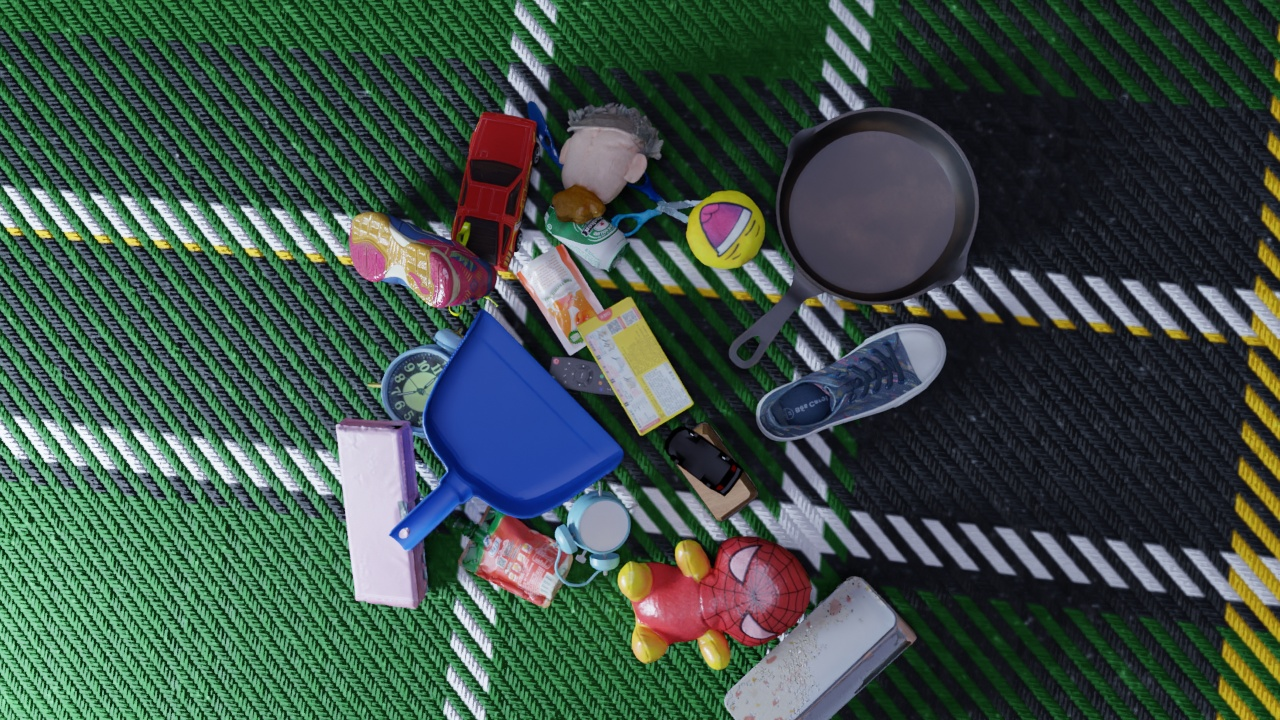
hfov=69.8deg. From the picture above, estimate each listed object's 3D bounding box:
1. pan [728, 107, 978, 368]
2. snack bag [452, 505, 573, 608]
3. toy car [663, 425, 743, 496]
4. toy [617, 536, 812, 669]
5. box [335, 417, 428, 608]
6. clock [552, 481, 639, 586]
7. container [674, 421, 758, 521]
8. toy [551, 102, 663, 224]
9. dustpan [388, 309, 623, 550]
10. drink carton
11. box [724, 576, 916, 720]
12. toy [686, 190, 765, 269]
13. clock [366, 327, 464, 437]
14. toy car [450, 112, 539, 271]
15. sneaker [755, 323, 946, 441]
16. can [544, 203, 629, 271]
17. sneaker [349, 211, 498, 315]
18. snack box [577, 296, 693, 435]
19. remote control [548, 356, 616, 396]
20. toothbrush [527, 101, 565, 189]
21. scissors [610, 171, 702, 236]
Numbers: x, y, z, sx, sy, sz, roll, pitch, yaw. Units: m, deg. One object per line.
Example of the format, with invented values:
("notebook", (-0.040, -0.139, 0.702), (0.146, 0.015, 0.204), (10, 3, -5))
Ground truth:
("pan", (0.230, -0.129, 1.078), (0.248, 0.043, 0.356), (42, 93, 5))
("snack bag", (-0.162, 0.233, 1.116), (0.155, 0.044, 0.087), (26, 86, 10))
("toy car", (0.070, 0.111, 1.030), (0.092, 0.036, 0.042), (36, 90, 15))
("toy", (0.089, 0.271, 1.057), (0.216, 0.098, 0.147), (-11, 98, 7))
("box", (-0.309, 0.182, 1.103), (0.098, 0.046, 0.233), (2, 106, 17))
("clock", (-0.058, 0.211, 1.092), (0.087, 0.042, 0.123), (32, 82, -17))
("container", (0.084, 0.133, 1.078), (0.063, 0.061, 0.114), (-36, 85, 4))
("toy", (-0.045, -0.229, 1.080), (0.133, 0.076, 0.175), (16, 69, 33))
("dustpan", (-0.189, 0.117, 1.067), (0.257, 0.059, 0.245), (-43, 104, 0))
("drink carton", (-0.090, -0.073, 1.119), (0.069, 0.039, 0.122), (-32, 92, 5))
("box", (0.213, 0.360, 1.052), (0.216, 0.108, 0.095), (-44, 48, 3))
("toy", (0.102, -0.155, 1.093), (0.094, 0.041, 0.095), (37, 91, 4))
("clock", (-0.243, 0.027, 1.116), (0.162, 0.060, 0.118), (-34, 84, 1))
("toy car", (-0.178, -0.206, 1.117), (0.081, 0.056, 0.189), (12, 89, 5))
("sneaker", (0.245, 0.030, 1.055), (0.235, 0.079, 0.087), (-26, 86, 5))
("can", (-0.066, -0.154, 1.105), (0.101, 0.053, 0.053), (37, 92, 6))
("sneaker", (-0.261, -0.116, 1.091), (0.242, 0.090, 0.116), (26, 119, 40))
("snack box", (-0.006, 0.006, 1.095), (0.075, 0.025, 0.152), (-31, 91, -1))
("remote control", (-0.050, 0.023, 1.120), (0.125, 0.010, 0.039), (11, 90, 6))
("toothbrush", (-0.110, -0.262, 1.130), (0.021, 0.016, 0.132), (-29, 85, 32))
("scissors", (0.027, -0.198, 1.116), (0.133, 0.015, 0.103), (-6, 87, 4))
